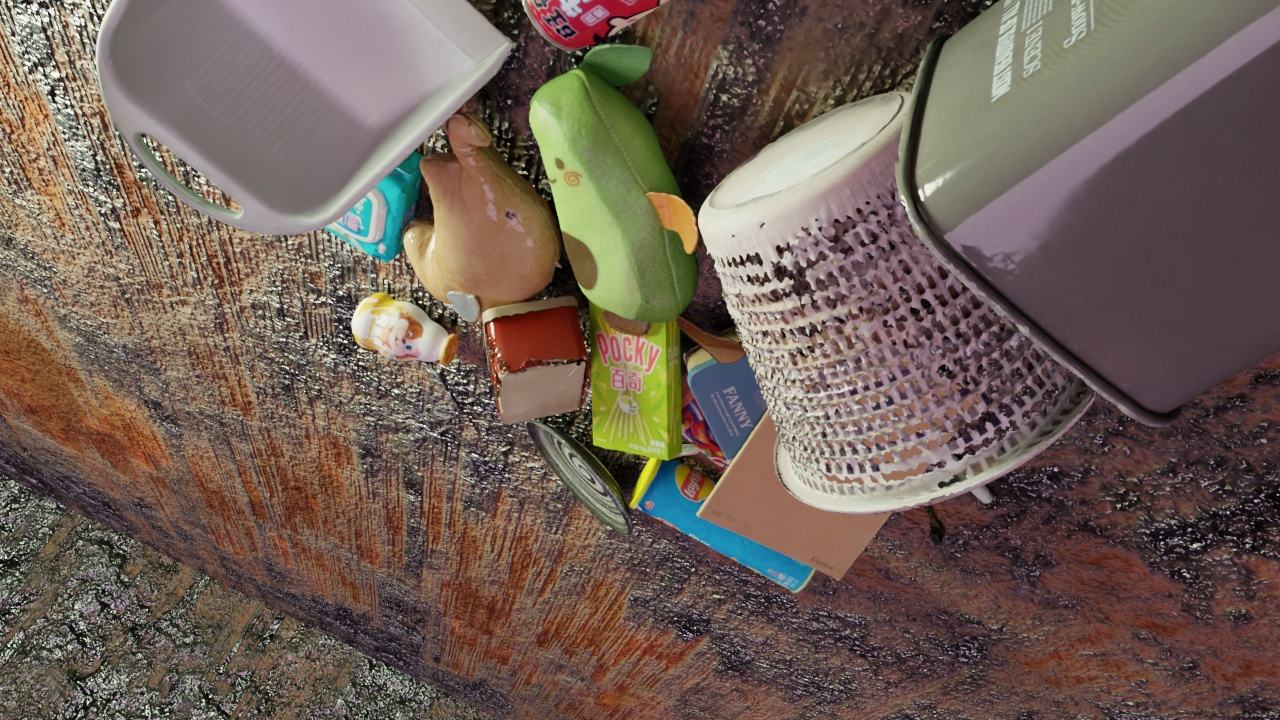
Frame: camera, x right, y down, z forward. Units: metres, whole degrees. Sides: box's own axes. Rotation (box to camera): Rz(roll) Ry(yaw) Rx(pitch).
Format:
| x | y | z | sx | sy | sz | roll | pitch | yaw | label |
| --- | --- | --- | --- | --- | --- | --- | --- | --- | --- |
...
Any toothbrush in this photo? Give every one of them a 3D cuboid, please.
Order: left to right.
| x | y | z | sx | sy | sz | roll | pitch | yaw | label |
| --- | --- | --- | --- | --- | --- | --- | --- | --- | --- |
| 0.260 | 0.119 | 0.872 | 0.012 | 0.017 | 0.186 | 1 | 138 | 38 | toothbrush |
| 0.254 | 0.072 | 0.814 | 0.189 | 0.029 | 0.020 | 39 | 104 | -21 | toothbrush |

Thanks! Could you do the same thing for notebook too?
| x | y | z | sx | sy | sz | roll | pitch | yaw | label |
| --- | --- | --- | --- | --- | --- | --- | --- | --- | --- |
| 0.163 | 0.081 | 0.772 | 0.149 | 0.012 | 0.212 | 26 | 113 | -13 | notebook |

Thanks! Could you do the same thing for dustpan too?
| x | y | z | sx | sy | sz | roll | pitch | yaw | label |
| --- | --- | --- | --- | --- | --- | --- | --- | --- | --- |
| -0.261 | -0.201 | 0.644 | 0.222 | 0.142 | 0.258 | 40 | 152 | -22 | dustpan |

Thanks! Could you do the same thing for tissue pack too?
| x | y | z | sx | sy | sz | roll | pitch | yaw | label |
| --- | --- | --- | --- | --- | --- | --- | --- | --- | --- |
| -0.245 | -0.154 | 0.816 | 0.093 | 0.050 | 0.134 | 30 | 145 | -2 | tissue pack |

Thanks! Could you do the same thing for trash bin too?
| x | y | z | sx | sy | sz | roll | pitch | yaw | label |
| --- | --- | --- | --- | --- | --- | --- | --- | --- | --- |
| 0.144 | -0.048 | 0.576 | 0.228 | 0.226 | 0.192 | -14 | 117 | 44 | trash bin |
| 0.265 | -0.121 | 0.405 | 0.198 | 0.198 | 0.220 | 35 | 139 | -12 | trash bin |

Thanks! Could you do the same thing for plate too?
| x | y | z | sx | sy | sz | roll | pitch | yaw | label |
| --- | --- | --- | --- | --- | --- | --- | --- | --- | --- |
| -0.065 | 0.131 | 1.065 | 0.179 | 0.024 | 0.180 | 43 | 161 | 18 | plate |

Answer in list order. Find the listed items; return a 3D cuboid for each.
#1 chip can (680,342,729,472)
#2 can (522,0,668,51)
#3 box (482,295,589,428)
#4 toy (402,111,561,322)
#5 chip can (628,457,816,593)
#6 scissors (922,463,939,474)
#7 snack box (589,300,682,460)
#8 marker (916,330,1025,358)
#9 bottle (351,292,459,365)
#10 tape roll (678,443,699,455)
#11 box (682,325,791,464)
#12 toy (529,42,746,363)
| x | y | z | sx | sy | sz | roll | pitch | yaw | label |
| --- | --- | --- | --- | --- | --- | --- | --- | --- | --- |
| 0.096 | 0.075 | 0.877 | 0.214 | 0.071 | 0.071 | 42 | 143 | -20 | chip can |
| -0.020 | -0.232 | 0.546 | 0.094 | 0.066 | 0.066 | -14 | 129 | 44 | can |
| -0.098 | 0.012 | 0.853 | 0.091 | 0.080 | 0.168 | -10 | 163 | -10 | box |
| -0.126 | -0.116 | 0.760 | 0.143 | 0.082 | 0.227 | 27 | 144 | -5 | toy |
| 0.094 | 0.178 | 1.013 | 0.210 | 0.071 | 0.071 | 29 | 146 | -3 | chip can |
| 0.193 | 0.065 | 0.835 | 0.147 | 0.014 | 0.172 | -12 | 125 | 45 | scissors |
| -0.005 | 0.005 | 0.805 | 0.086 | 0.026 | 0.156 | 9 | 107 | 35 | snack box |
| 0.274 | -0.015 | 0.683 | 0.146 | 0.016 | 0.017 | -10 | 132 | 42 | marker |
| -0.248 | -0.029 | 0.975 | 0.108 | 0.063 | 0.063 | 20 | 146 | 9 | bottle |
| 0.028 | 0.069 | 0.965 | 0.086 | 0.013 | 0.086 | 18 | 145 | 13 | tape roll |
| 0.104 | 0.046 | 0.790 | 0.090 | 0.061 | 0.184 | -27 | 117 | 9 | box |
| -0.014 | -0.102 | 0.674 | 0.227 | 0.089 | 0.247 | 23 | 142 | 53 | toy |
